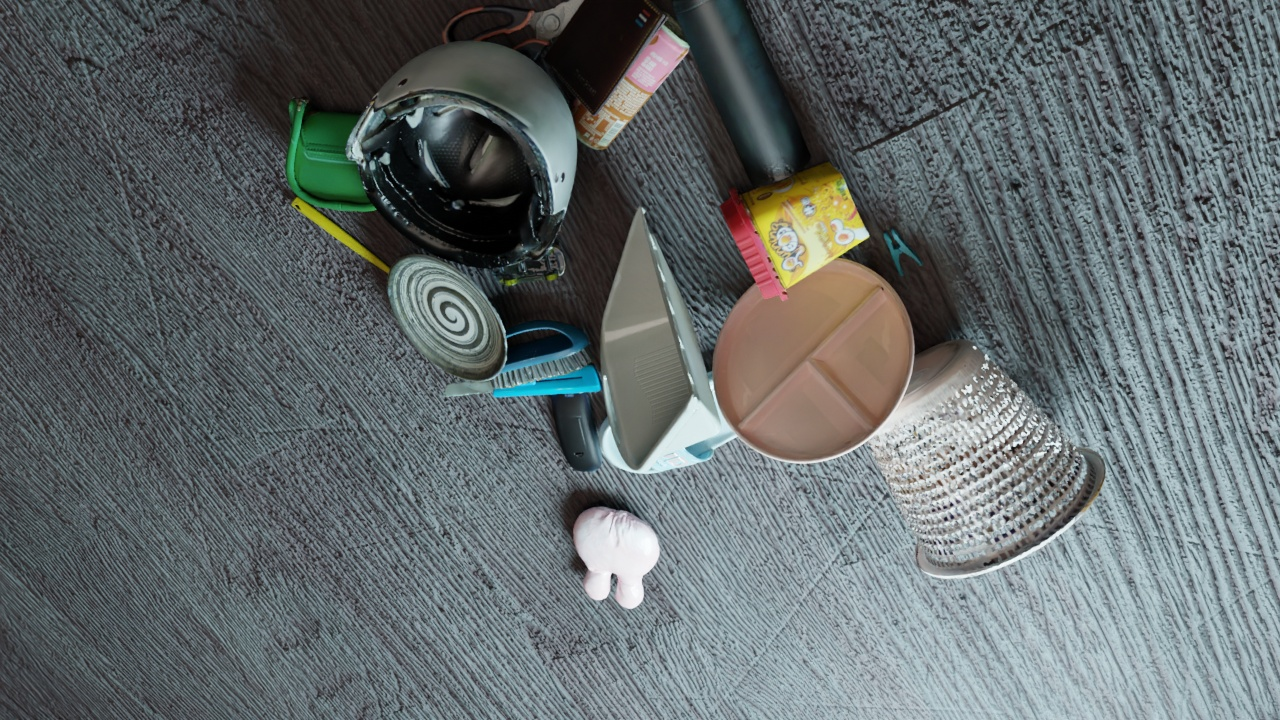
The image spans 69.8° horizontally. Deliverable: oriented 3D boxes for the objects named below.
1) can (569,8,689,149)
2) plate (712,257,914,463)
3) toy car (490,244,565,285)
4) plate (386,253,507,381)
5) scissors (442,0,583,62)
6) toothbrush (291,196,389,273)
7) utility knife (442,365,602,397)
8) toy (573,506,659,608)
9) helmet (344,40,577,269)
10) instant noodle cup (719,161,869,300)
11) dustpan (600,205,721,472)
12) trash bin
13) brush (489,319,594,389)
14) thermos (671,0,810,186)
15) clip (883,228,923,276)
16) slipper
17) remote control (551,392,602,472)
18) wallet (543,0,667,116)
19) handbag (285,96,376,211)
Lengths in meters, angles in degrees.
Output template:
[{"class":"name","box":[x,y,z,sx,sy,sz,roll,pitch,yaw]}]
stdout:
[{"class":"can","box":[-0.014,-0.287,0.942,0.058,0.057,0.148,40,118,-11]},{"class":"plate","box":[0.185,-0.001,0.995,0.230,0.229,0.028,-29,152,24]},{"class":"toy car","box":[-0.131,-0.115,1.072,0.090,0.035,0.042,-5,119,13]},{"class":"plate","box":[-0.227,-0.053,1.090,0.179,0.024,0.180,20,135,21]},{"class":"scissors","box":[-0.104,-0.335,0.959,0.202,0.015,0.205,24,119,-2]},{"class":"toothbrush","box":[-0.343,-0.133,1.115,0.190,0.016,0.016,38,121,-10]},{"class":"utility knife","box":[-0.153,0.031,1.163,0.216,0.018,0.034,-6,78,16]},{"class":"toy","box":[-0.036,0.268,1.252,0.121,0.054,0.160,13,120,12]},{"class":"helmet","box":[-0.165,-0.223,0.941,0.230,0.156,0.275,28,156,-10]},{"class":"instant noodle cup","box":[0.162,-0.142,0.963,0.124,0.116,0.116,-26,111,11]},{"class":"dustpan","box":[-0.006,0.006,1.001,0.143,0.222,0.258,-19,155,9]},{"class":"trash bin","box":[0.349,0.094,1.005,0.228,0.226,0.192,-35,94,25]},{"class":"brush","box":[-0.131,-0.012,1.117,0.144,0.055,0.073,-12,117,18]},{"class":"thermos","box":[0.099,-0.299,0.903,0.069,0.089,0.242,6,132,48]},{"class":"clip","box":[0.283,-0.119,1.000,0.038,0.013,0.055,-31,108,24]},{"class":"slipper","box":[0.062,0.079,1.119,0.246,0.074,0.104,-26,111,21]},{"class":"remote control","box":[-0.083,0.091,1.182,0.053,0.024,0.136,-5,117,13]},{"class":"wallet","box":[-0.036,-0.319,0.911,0.123,0.020,0.096,-49,63,27]},{"class":"handbag","box":[-0.328,-0.233,1.029,0.131,0.067,0.120,5,118,8]}]
